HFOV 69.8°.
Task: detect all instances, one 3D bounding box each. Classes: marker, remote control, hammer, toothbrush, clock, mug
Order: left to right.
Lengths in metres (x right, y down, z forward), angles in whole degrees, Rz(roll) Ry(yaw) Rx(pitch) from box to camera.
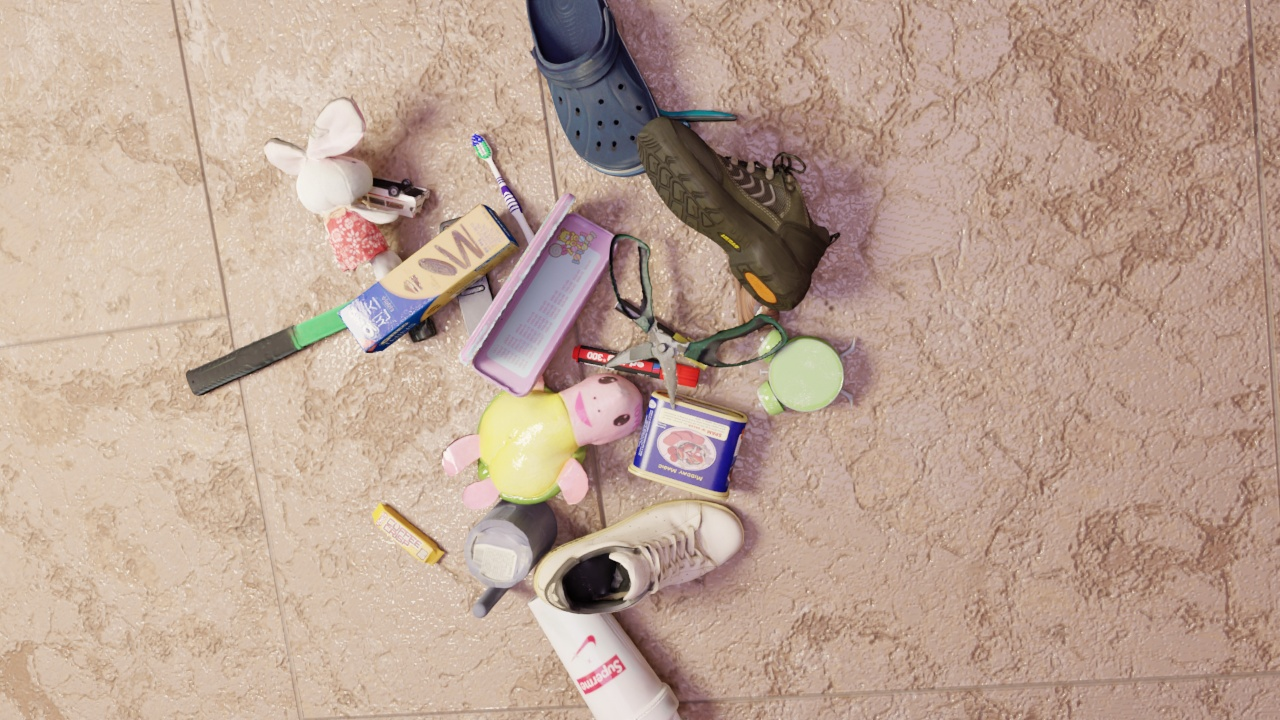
[{"bbox_3d":[-0.407,-0.030,1.099,0.319,0.032,0.130,-22,93,12],"label":"hammer"},{"bbox_3d":[-0.194,-0.090,1.060,0.041,0.020,0.152,-14,93,6],"label":"remote control"},{"bbox_3d":[-0.154,0.223,1.048,0.084,0.104,0.124,21,99,5],"label":"mug"},{"bbox_3d":[-0.144,-0.175,1.043,0.015,0.016,0.186,-28,91,12],"label":"toothbrush"},{"bbox_3d":[-0.006,0.006,1.038,0.145,0.023,0.021,11,136,8],"label":"marker"},{"bbox_3d":[0.026,-0.032,1.030,0.124,0.017,0.021,34,100,6],"label":"marker"},{"bbox_3d":[0.173,0.013,0.999,0.119,0.042,0.094,0,96,10],"label":"clock"}]

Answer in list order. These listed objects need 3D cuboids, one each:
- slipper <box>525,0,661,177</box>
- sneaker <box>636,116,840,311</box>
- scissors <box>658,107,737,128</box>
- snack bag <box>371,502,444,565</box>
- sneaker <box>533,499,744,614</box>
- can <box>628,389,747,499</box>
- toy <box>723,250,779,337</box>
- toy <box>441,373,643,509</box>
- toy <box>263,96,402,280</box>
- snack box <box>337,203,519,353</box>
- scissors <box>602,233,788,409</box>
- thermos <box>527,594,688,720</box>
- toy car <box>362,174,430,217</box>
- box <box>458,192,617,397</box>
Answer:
[{"bbox_3d":[-0.061,-0.310,0.968,0.105,0.095,0.252,-24,85,15],"label":"slipper"},{"bbox_3d":[0.117,-0.179,0.932,0.238,0.101,0.142,46,77,-12],"label":"sneaker"},{"bbox_3d":[0.036,-0.242,1.003,0.156,0.019,0.124,-14,92,13],"label":"scissors"},{"bbox_3d":[-0.284,0.211,1.112,0.099,0.020,0.026,39,100,3],"label":"snack bag"},{"bbox_3d":[0.005,0.213,0.993,0.241,0.102,0.089,-16,90,-12],"label":"sneaker"},{"bbox_3d":[0.055,0.092,1.021,0.116,0.056,0.092,16,98,7],"label":"can"},{"bbox_3d":[0.123,-0.074,0.998,0.055,0.041,0.102,2,106,31],"label":"toy"},{"bbox_3d":[-0.111,0.083,1.033,0.238,0.087,0.190,-30,68,6],"label":"toy"},{"bbox_3d":[-0.325,-0.176,1.005,0.159,0.084,0.194,-19,105,36],"label":"toy"},{"bbox_3d":[-0.236,-0.089,1.023,0.207,0.057,0.056,-36,89,4],"label":"snack box"},{"bbox_3d":[0.045,-0.053,0.988,0.202,0.015,0.201,-16,88,9],"label":"scissors"},{"bbox_3d":[-0.043,0.351,1.053,0.099,0.099,0.220,-36,86,12],"label":"thermos"},{"bbox_3d":[-0.303,-0.193,1.059,0.113,0.039,0.039,13,120,9],"label":"toy car"},{"bbox_3d":[-0.110,-0.073,0.980,0.089,0.092,0.214,31,82,5],"label":"box"}]
